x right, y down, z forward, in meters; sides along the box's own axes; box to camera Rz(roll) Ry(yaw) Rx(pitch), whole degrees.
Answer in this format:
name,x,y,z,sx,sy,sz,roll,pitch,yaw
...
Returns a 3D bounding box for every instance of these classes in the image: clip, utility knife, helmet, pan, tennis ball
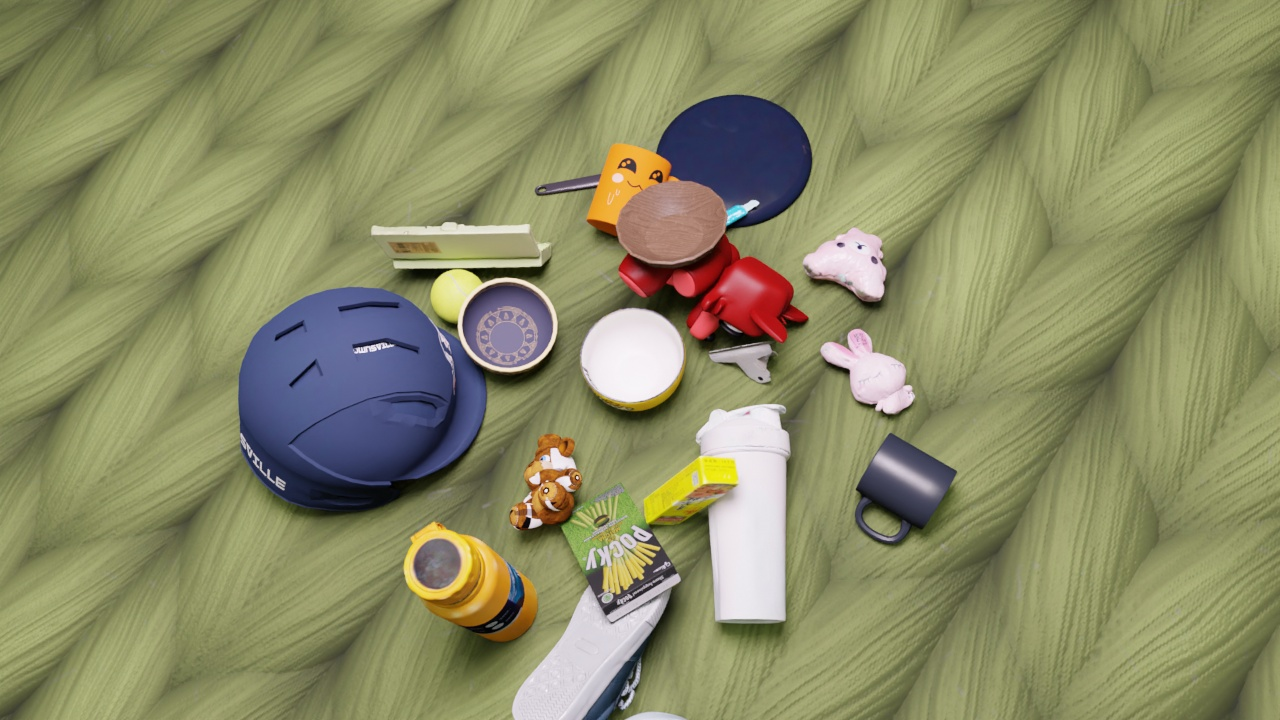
name,x,y,z,sx,sy,sz,roll,pitch,yaw
clip,0.127,0.001,1.038,0.054,0.102,0.040,28,69,-30
utility knife,0.090,-0.163,1.119,0.124,0.015,0.022,-27,68,7
helmet,-0.297,0.025,1.010,0.271,0.224,0.232,-8,60,-37
pan,0.040,-0.247,1.170,0.356,0.021,0.198,-9,66,4
tennis ball,-0.218,-0.076,1.101,0.065,0.065,0.065,-2,67,5

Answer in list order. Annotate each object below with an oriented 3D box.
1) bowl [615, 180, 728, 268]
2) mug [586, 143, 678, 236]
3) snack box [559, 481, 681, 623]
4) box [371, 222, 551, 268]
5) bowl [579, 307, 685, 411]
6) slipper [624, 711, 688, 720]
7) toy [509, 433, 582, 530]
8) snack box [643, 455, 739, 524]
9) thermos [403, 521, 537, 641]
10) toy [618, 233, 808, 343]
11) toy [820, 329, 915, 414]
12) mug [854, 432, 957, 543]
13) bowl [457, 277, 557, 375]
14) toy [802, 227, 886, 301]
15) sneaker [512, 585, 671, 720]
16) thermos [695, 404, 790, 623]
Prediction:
name,x,y,z,sx,sy,sz,roll,pitch,yaw
bowl,0.034,-0.137,0.966,0.118,0.030,0.117,-5,55,7
mug,0.002,-0.197,1.117,0.112,0.078,0.096,19,88,-18
snack box,-0.025,0.193,0.944,0.080,0.025,0.147,-30,34,-7
box,-0.209,-0.132,1.093,0.188,0.141,0.047,0,84,5
bowl,-0.006,0.006,1.040,0.117,0.068,0.117,-2,66,5
slipper,0.073,0.408,0.857,0.245,0.074,0.103,20,70,13
toy,-0.100,0.129,0.996,0.087,0.067,0.112,-38,42,27
snack box,0.049,0.135,0.936,0.040,0.148,0.028,4,64,-22
thermos,-0.166,0.214,0.880,0.091,0.233,0.076,23,72,16
toy,0.088,-0.082,1.029,0.197,0.158,0.121,35,109,10
toy,0.255,0.011,1.021,0.063,0.047,0.110,-33,64,-17
mug,0.268,0.140,0.958,0.077,0.071,0.105,31,100,18
bowl,-0.156,-0.033,1.073,0.112,0.061,0.112,2,74,-9
toy,0.249,-0.119,1.075,0.099,0.053,0.095,27,60,13
sneaker,-0.035,0.298,0.912,0.089,0.087,0.234,8,43,39
thermos,0.107,0.158,0.951,0.099,0.099,0.220,-1,70,6
